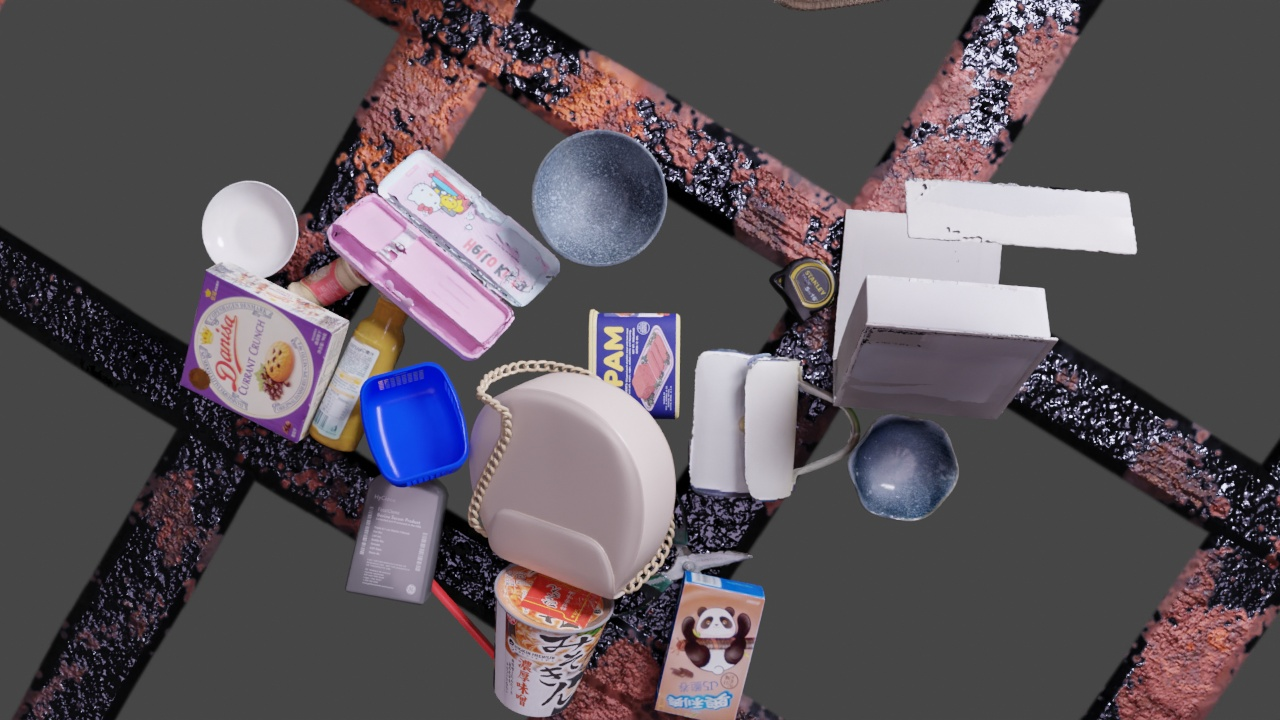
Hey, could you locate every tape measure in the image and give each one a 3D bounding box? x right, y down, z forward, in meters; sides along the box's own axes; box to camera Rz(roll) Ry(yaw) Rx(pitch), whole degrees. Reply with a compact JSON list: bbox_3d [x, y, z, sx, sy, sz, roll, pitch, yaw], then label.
[{"bbox_3d":[0.173,-0.076,0.949,0.061,0.034,0.061,-33,87,9],"label":"tape measure"}]

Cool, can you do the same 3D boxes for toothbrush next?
[{"bbox_3d":[-0.208,0.276,1.007,0.018,0.012,0.212,-42,91,5],"label":"toothbrush"}]

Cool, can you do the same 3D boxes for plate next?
[{"bbox_3d":[-0.414,-0.138,0.984,0.104,0.026,0.104,0,95,3],"label":"plate"}]

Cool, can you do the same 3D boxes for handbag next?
[{"bbox_3d":[-0.074,0.121,0.904,0.211,0.103,0.209,13,111,29],"label":"handbag"},{"bbox_3d":[0.139,0.068,0.942,0.176,0.074,0.151,4,94,2],"label":"handbag"}]

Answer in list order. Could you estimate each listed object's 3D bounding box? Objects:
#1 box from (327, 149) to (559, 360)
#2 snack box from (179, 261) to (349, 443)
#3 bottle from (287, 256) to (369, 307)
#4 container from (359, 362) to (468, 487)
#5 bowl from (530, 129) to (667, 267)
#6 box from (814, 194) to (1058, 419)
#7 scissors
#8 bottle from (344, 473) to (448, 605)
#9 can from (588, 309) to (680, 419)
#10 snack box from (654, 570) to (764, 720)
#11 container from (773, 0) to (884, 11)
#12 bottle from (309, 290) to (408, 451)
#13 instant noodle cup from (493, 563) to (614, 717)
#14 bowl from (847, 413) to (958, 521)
[{"bbox_3d":[-0.202,-0.110,0.952,0.201,0.038,0.152,41,63,-1],"label":"box"},{"bbox_3d":[-0.396,-0.008,0.963,0.148,0.040,0.144,26,114,1],"label":"snack box"},{"bbox_3d":[-0.319,-0.087,0.974,0.109,0.044,0.044,-28,92,5],"label":"bottle"},{"bbox_3d":[-0.230,0.069,0.937,0.096,0.058,0.114,-16,76,-16],"label":"container"},{"bbox_3d":[-0.040,-0.164,0.944,0.137,0.057,0.137,0,94,4],"label":"bowl"},{"bbox_3d":[0.292,-0.100,0.984,0.167,0.420,0.174,5,128,3],"label":"box"},{"bbox_3d":[0.014,0.194,0.988,0.202,0.015,0.202,-11,92,3],"label":"scissors"},{"bbox_3d":[-0.251,0.164,0.977,0.084,0.046,0.173,11,86,-2],"label":"bottle"},{"bbox_3d":[-0.006,0.006,0.955,0.092,0.056,0.116,1,94,2],"label":"can"},{"bbox_3d":[0.072,0.306,0.975,0.087,0.034,0.151,12,100,0],"label":"snack box"},{"bbox_3d":[0.237,-0.428,0.855,0.246,0.184,0.142,-9,83,2],"label":"container"},{"bbox_3d":[-0.289,0.003,0.972,0.053,0.053,0.186,26,94,1],"label":"bottle"},{"bbox_3d":[-0.100,0.291,0.950,0.123,0.123,0.122,14,110,2],"label":"instant noodle cup"},{"bbox_3d":[0.266,0.107,0.946,0.110,0.055,0.110,0,93,4],"label":"bowl"}]
